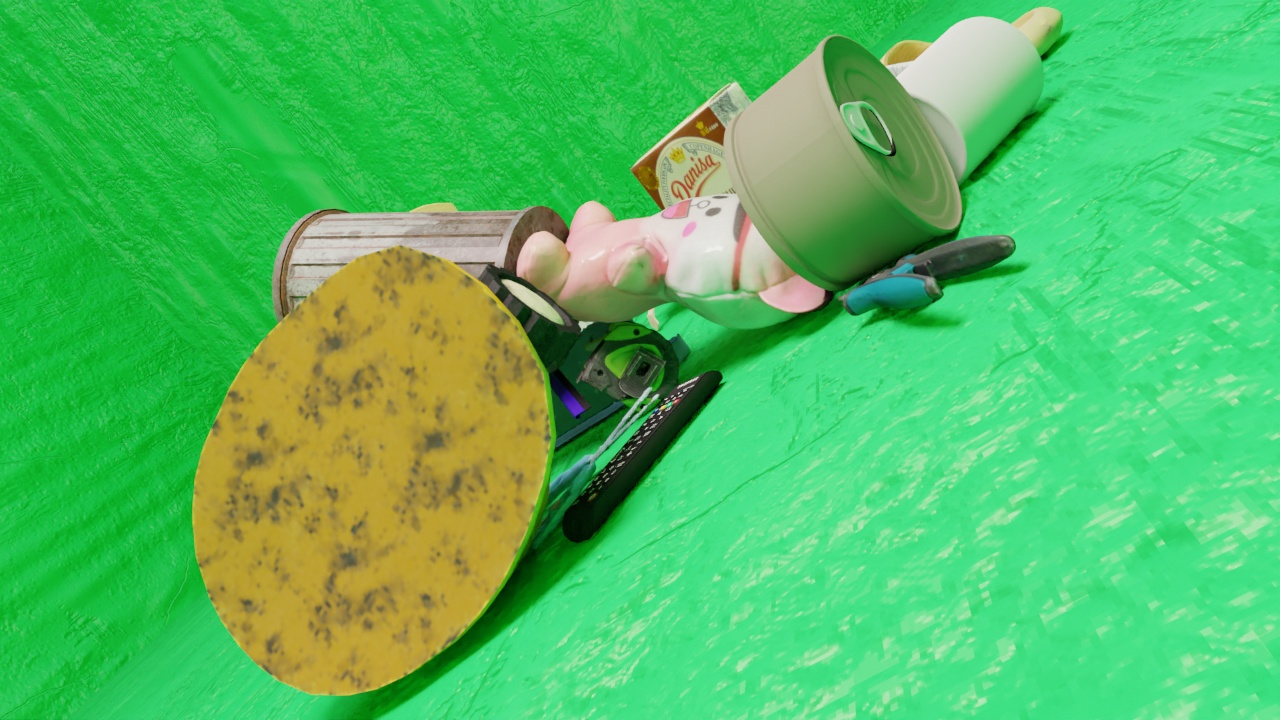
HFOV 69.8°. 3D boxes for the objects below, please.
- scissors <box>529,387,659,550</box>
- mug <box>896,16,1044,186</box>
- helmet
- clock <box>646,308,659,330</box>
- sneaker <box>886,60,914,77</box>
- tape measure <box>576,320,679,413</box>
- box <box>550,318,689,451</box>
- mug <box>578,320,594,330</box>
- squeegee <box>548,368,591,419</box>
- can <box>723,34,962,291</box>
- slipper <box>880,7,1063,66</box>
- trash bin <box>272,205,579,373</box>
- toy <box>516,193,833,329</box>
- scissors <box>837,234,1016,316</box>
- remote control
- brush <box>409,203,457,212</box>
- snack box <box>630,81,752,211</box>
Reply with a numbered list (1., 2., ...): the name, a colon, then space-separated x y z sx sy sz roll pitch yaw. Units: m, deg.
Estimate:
1. scissors: -0.036 0.070 0.606 0.138 0.015 0.120 -47 7 -23
2. mug: 0.194 -0.169 0.617 0.096 0.079 0.112 -43 32 -24
3. helmet: -0.133 0.065 0.552 0.256 0.205 0.131 -53 -18 11
4. clock: 0.060 -0.108 0.955 0.160 0.086 0.131 -33 8 -18
5. sneaker: 0.195 -0.190 0.753 0.236 0.087 0.089 -4 9 37
6. tape measure: -0.004 0.004 0.658 0.058 0.065 0.036 -63 8 3
7. box: -0.063 0.022 0.769 0.211 0.079 0.072 -34 14 34
8. mug: -0.058 -0.028 0.973 0.082 0.082 0.105 -36 10 21
9. squeegee: -0.155 0.047 0.735 0.185 0.055 0.249 -45 30 -1
10. can: 0.117 -0.111 0.530 0.073 0.128 0.127 -32 11 38
11. slipper: 0.255 -0.253 0.840 0.111 0.079 0.262 -49 13 -31
12. trash bin: -0.166 -0.053 0.701 0.211 0.131 0.130 2 28 22
13. toy: 0.031 -0.066 0.617 0.213 0.084 0.141 -1 22 22
14. scissors: 0.129 -0.038 0.455 0.131 0.019 0.149 -27 6 39
15. remote control: 0.003 0.052 0.549 0.033 0.015 0.146 -28 14 51
16. brush: -0.178 -0.036 0.957 0.075 0.250 0.194 -36 14 19
17. snack box: 0.078 -0.148 0.806 0.041 0.147 0.143 -45 11 -28
